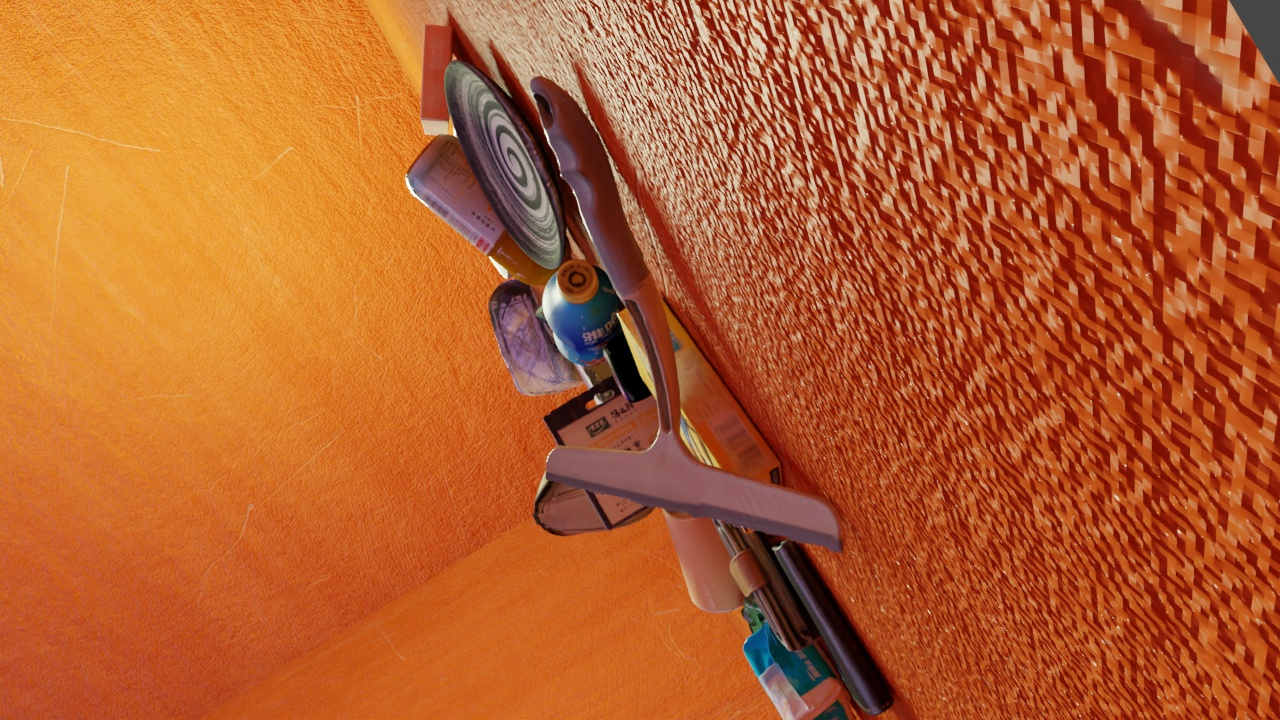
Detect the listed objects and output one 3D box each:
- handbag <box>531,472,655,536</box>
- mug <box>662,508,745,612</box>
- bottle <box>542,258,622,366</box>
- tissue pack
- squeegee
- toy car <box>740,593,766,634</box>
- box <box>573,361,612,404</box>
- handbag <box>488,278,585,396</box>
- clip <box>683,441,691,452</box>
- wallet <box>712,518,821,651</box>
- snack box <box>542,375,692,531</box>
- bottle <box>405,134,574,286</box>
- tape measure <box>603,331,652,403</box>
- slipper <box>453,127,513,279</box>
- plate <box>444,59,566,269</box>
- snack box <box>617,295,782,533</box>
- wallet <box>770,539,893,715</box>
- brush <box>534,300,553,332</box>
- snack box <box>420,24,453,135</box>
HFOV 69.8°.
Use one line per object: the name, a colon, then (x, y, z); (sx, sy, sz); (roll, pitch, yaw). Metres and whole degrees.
handbag: (-0.043, 0.120, 1.052); (0.204, 0.148, 0.100); (-70, -42, -73)
mug: (0.069, 0.183, 0.924); (0.078, 0.078, 0.123); (51, 165, 59)
bottle: (-0.048, -0.043, 0.772); (0.065, 0.065, 0.219); (58, 174, 8)
tissue pack: (0.149, 0.299, 0.842); (0.090, 0.063, 0.140); (52, 173, 41)
squeegee: (-0.007, -0.034, 0.499); (0.247, 0.039, 0.247); (3, 116, 50)
toy car: (0.132, 0.265, 0.914); (0.036, 0.043, 0.091); (12, 129, 52)
box: (-0.033, 0.016, 1.003); (0.090, 0.059, 0.184); (61, 176, -5)
handbag: (-0.111, -0.028, 1.128); (0.193, 0.076, 0.134); (-1, -108, -78)
clip: (0.039, 0.060, 0.719); (0.092, 0.035, 0.103); (76, 170, -86)
wallet: (0.093, 0.168, 0.722); (0.129, 0.037, 0.106); (59, -175, 21)
snack box: (-0.014, 0.081, 0.882); (0.125, 0.113, 0.053); (59, 175, 6)
bottle: (-0.128, -0.129, 0.857); (0.189, 0.068, 0.068); (40, 179, -12)
tape measure: (-0.005, 0.004, 0.774); (0.058, 0.039, 0.057); (63, 176, 10)
slipper: (-0.147, -0.181, 0.961); (0.114, 0.054, 0.275); (54, 161, 21)
plate: (-0.102, -0.157, 0.732); (0.179, 0.024, 0.180); (51, 161, 24)
snack box: (0.038, 0.033, 0.569); (0.140, 0.033, 0.087); (58, 174, 28)
wallet: (0.128, 0.180, 0.635); (0.122, 0.020, 0.096); (60, 175, 12)
brush: (-0.067, -0.053, 0.961); (0.069, 0.063, 0.146); (29, 178, -10)
snack box: (-0.196, -0.266, 0.888); (0.157, 0.026, 0.084); (-142, 56, -75)
